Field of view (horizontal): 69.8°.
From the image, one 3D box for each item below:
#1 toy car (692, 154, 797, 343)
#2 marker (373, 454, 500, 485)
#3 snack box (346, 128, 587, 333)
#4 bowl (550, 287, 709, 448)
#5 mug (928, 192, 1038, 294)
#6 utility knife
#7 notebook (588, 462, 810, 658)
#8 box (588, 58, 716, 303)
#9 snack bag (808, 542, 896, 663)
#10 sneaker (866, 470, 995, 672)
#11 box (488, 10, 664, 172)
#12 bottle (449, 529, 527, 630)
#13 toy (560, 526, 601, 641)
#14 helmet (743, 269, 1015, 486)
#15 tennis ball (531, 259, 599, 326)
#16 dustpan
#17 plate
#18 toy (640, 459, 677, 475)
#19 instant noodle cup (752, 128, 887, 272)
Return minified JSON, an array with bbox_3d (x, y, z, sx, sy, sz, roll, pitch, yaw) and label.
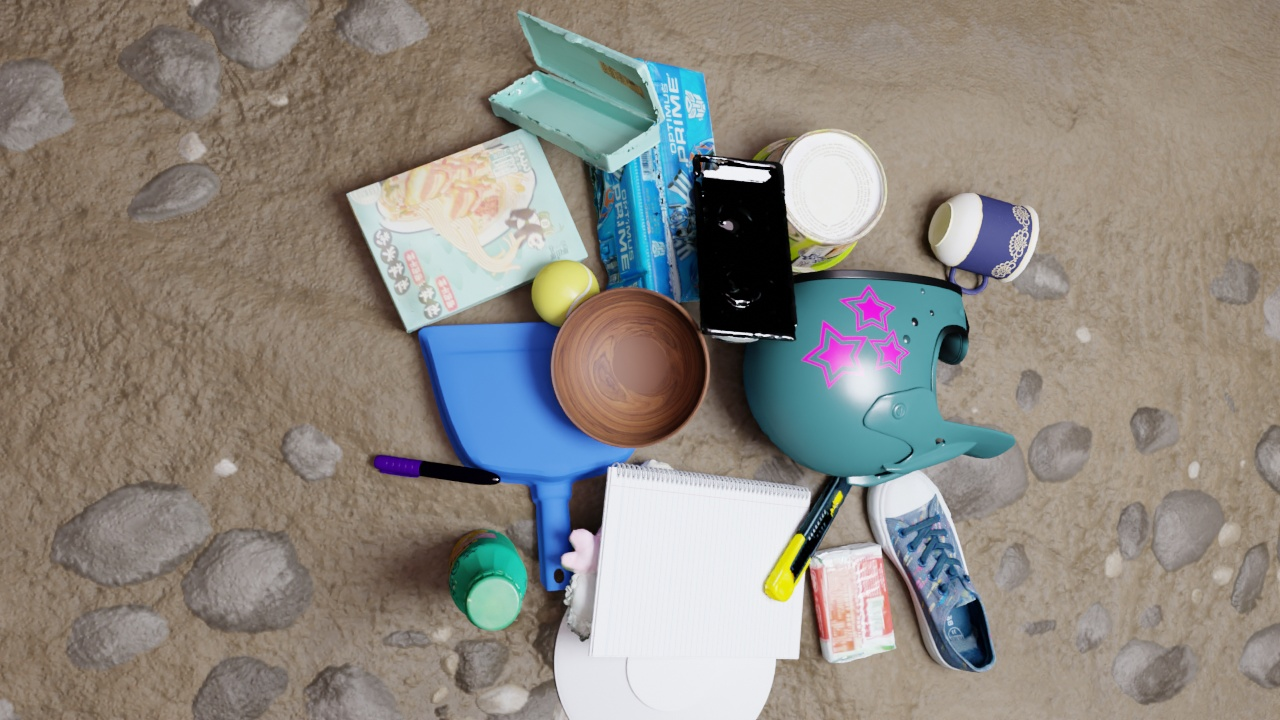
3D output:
[{"bbox_3d":[0.088,-0.096,0.871,0.094,0.071,0.191,4,68,-13],"label":"toy car"},{"bbox_3d":[-0.194,0.106,0.872,0.134,0.015,0.018,6,116,18],"label":"marker"},{"bbox_3d":[-0.168,-0.129,0.904,0.193,0.044,0.141,-24,93,-14],"label":"snack box"},{"bbox_3d":[-0.005,0.005,0.865,0.147,0.068,0.147,1,94,11],"label":"bowl"},{"bbox_3d":[0.362,-0.126,1.003,0.089,0.085,0.112,13,119,-8],"label":"mug"},{"bbox_3d":[0.182,0.176,0.959,0.029,0.020,0.172,45,66,-22],"label":"utility knife"},{"bbox_3d":[0.068,0.203,0.909,0.245,0.013,0.177,11,80,-29],"label":"notebook"},{"bbox_3d":[0.020,-0.172,0.933,0.115,0.094,0.243,-7,88,-32],"label":"box"},{"bbox_3d":[0.223,0.254,0.970,0.077,0.036,0.116,-8,89,-11],"label":"snack bag"},{"bbox_3d":[0.318,0.220,0.969,0.087,0.079,0.235,-22,92,-12],"label":"sneaker"},{"bbox_3d":[-0.067,-0.259,0.854,0.077,0.093,0.188,-36,50,-24],"label":"box"},{"bbox_3d":[-0.134,0.194,0.809,0.068,0.210,0.068,1,86,-12],"label":"bottle"},{"bbox_3d":[-0.036,0.206,0.886,0.095,0.041,0.109,-19,105,-22],"label":"toy"},{"bbox_3d":[0.235,0.025,0.918,0.274,0.177,0.200,3,82,-22],"label":"helmet"},{"bbox_3d":[-0.072,-0.064,0.883,0.065,0.065,0.065,1,87,-12],"label":"tennis ball"},{"bbox_3d":[-0.087,0.094,0.903,0.245,0.060,0.257,-3,78,-12],"label":"dustpan"},{"bbox_3d":[0.029,0.303,0.921,0.229,0.030,0.229,0,89,-8],"label":"plate"},{"bbox_3d":[0.008,0.143,0.922,0.112,0.050,0.087,20,83,-29],"label":"toy"},{"bbox_3d":[0.181,-0.169,0.952,0.146,0.098,0.146,1,87,-12],"label":"instant noodle cup"}]
